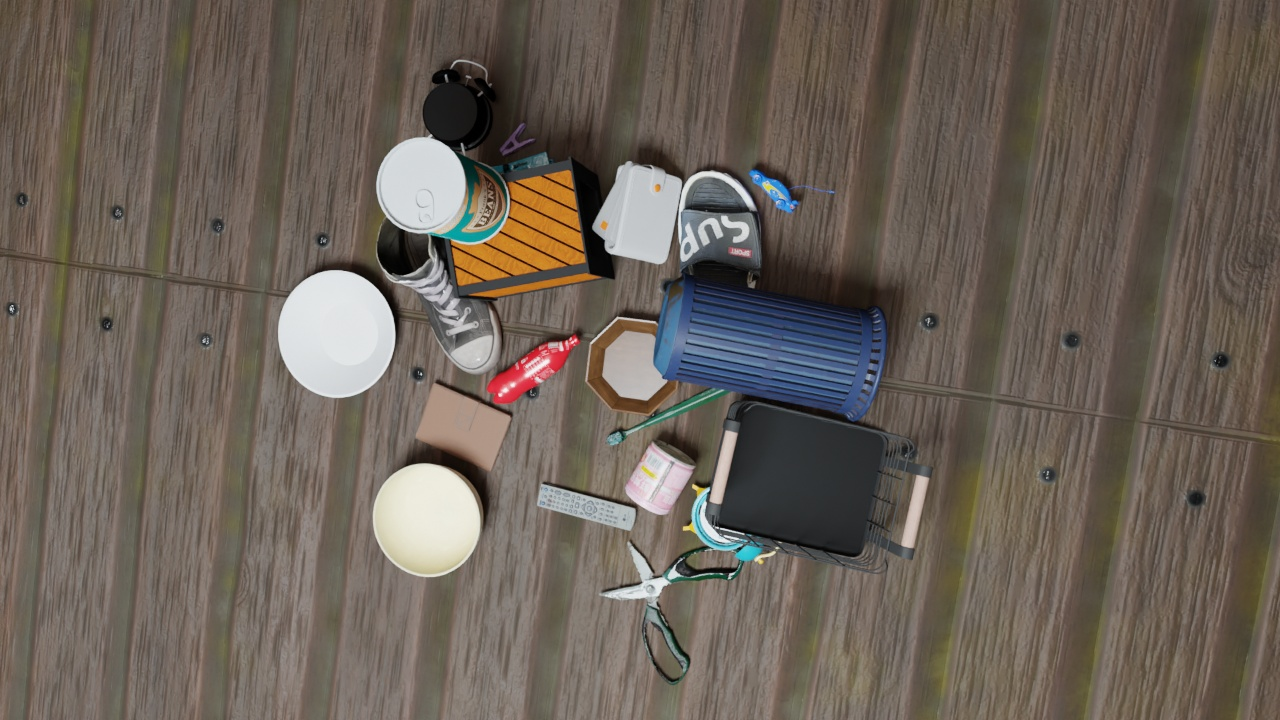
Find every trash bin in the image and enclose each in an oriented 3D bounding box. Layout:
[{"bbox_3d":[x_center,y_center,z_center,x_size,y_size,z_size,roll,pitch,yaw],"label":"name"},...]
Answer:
[{"bbox_3d":[0.147,-0.019,1.088,0.249,0.139,0.139,11,94,-4],"label":"trash bin"},{"bbox_3d":[-0.141,-0.160,1.165,0.172,0.139,0.139,-9,91,11],"label":"trash bin"}]

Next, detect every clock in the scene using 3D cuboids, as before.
[{"bbox_3d":[-0.243,-0.340,1.227,0.091,0.042,0.121,21,96,9],"label":"clock"},{"bbox_3d":[0.123,0.203,1.180,0.130,0.043,0.099,12,90,19],"label":"clock"}]

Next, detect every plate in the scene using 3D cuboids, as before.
[{"bbox_3d":[-0.007,0.008,1.205,0.131,0.025,0.131,0,93,11],"label":"plate"},{"bbox_3d":[-0.415,-0.037,1.277,0.174,0.036,0.174,0,93,11],"label":"plate"}]

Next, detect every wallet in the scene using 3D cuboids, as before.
[{"bbox_3d":[-0.244,0.091,1.261,0.121,0.013,0.087,23,101,9],"label":"wallet"},{"bbox_3d":[-0.007,-0.189,1.155,0.037,0.115,0.118,16,97,48],"label":"wallet"}]

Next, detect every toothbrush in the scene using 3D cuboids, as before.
[{"bbox_3d":[0.040,0.069,1.203,0.190,0.017,0.016,-25,86,11],"label":"toothbrush"}]

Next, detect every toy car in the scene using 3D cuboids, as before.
[{"bbox_3d":[0.188,-0.222,1.150,0.062,0.033,0.092,-43,84,16],"label":"toy car"}]

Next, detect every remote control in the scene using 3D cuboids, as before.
[{"bbox_3d":[-0.072,0.196,1.232,0.136,0.013,0.033,13,95,10],"label":"remote control"}]

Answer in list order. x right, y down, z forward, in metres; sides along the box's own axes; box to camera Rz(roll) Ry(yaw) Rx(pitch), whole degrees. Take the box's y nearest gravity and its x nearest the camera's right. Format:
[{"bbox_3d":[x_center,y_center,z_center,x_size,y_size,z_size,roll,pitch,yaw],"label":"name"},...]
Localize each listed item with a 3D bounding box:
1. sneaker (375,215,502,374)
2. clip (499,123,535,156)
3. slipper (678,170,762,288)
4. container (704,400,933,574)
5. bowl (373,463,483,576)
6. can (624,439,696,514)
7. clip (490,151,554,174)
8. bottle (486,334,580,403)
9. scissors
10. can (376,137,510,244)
[{"bbox_3d":[-0.263,-0.088,1.204,0.095,0.119,0.234,-18,92,11],"label":"sneaker"},{"bbox_3d":[-0.166,-0.291,1.230,0.050,0.013,0.029,-37,84,13],"label":"clip"},{"bbox_3d":[0.098,-0.109,1.163,0.111,0.063,0.264,3,96,11],"label":"slipper"},{"bbox_3d":[0.198,0.147,1.088,0.241,0.130,0.163,13,88,-3],"label":"container"},{"bbox_3d":[-0.276,0.209,1.241,0.151,0.075,0.151,1,93,11],"label":"bowl"},{"bbox_3d":[0.025,0.151,1.184,0.067,0.067,0.076,31,97,8],"label":"can"},{"bbox_3d":[-0.176,-0.244,1.229,0.130,0.120,0.030,-14,86,-12],"label":"clip"},{"bbox_3d":[-0.140,0.010,1.223,0.142,0.042,0.042,-34,86,10],"label":"bottle"},{"bbox_3d":[0.050,0.329,1.215,0.202,0.015,0.206,-12,92,11],"label":"scissors"},{"bbox_3d":[-0.217,-0.187,1.033,0.099,0.143,0.099,0,92,11],"label":"can"}]
